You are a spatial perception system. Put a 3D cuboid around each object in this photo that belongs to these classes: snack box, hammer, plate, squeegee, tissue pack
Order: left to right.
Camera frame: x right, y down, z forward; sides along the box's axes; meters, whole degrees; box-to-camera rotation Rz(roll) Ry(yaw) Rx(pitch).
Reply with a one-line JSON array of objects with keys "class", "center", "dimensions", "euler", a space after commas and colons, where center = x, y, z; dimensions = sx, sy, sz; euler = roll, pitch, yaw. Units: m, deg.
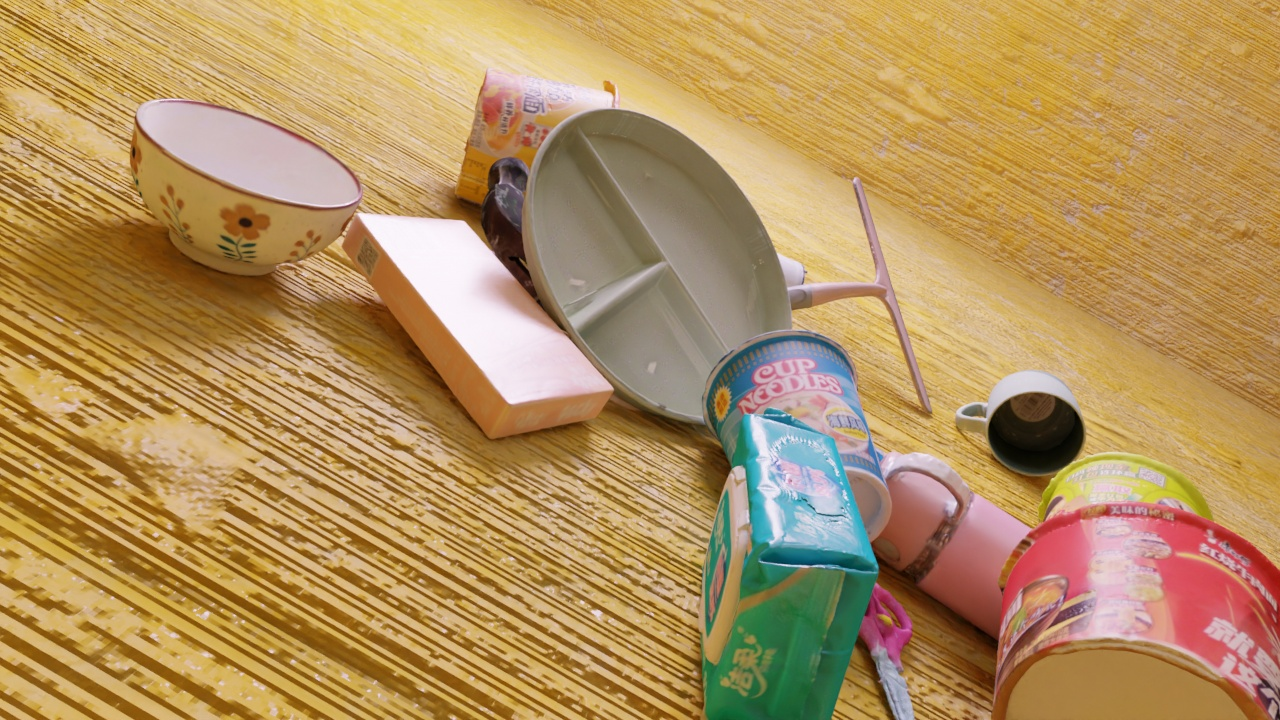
[{"class": "snack box", "center": [-0.092, -0.024, 0.515], "dimensions": [0.157, 0.026, 0.084], "euler": [48, 30, 24]}, {"class": "plate", "center": [0.015, -0.063, 0.618], "dimensions": [0.230, 0.028, 0.229], "euler": [20, 58, -35]}, {"class": "hammer", "center": [0.028, -0.037, 0.679], "dimensions": [0.323, 0.032, 0.126], "euler": [27, 31, -24]}, {"class": "tissue pack", "center": [0.056, 0.086, 0.384], "dimensions": [0.050, 0.093, 0.133], "euler": [11, 21, -1]}, {"class": "squeegee", "center": [0.155, -0.057, 0.831], "dimensions": [0.249, 0.040, 0.247], "euler": [-8, 78, -30]}]

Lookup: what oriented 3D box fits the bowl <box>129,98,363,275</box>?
[{"class": "bowl", "center": [-0.212, -0.085, 0.486], "dimensions": [0.113, 0.062, 0.113], "euler": [23, 22, -10]}]

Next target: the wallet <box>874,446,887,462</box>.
[{"class": "wallet", "center": [0.151, 0.074, 0.639], "dimensions": [0.115, 0.024, 0.087], "euler": [31, 16, 4]}]

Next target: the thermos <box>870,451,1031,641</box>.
[{"class": "thermos", "center": [0.217, 0.123, 0.520], "dimensions": [0.198, 0.087, 0.067], "euler": [35, 57, 12]}]

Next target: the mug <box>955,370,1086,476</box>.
[{"class": "mug", "center": [0.362, 0.056, 0.882], "dimensions": [0.112, 0.082, 0.106], "euler": [2, 13, 20]}]

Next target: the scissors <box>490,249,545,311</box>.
[{"class": "scissors", "center": [-0.065, -0.053, 0.656], "dimensions": [0.190, 0.022, 0.228], "euler": [37, 22, 22]}]

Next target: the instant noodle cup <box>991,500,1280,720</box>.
[{"class": "instant noodle cup", "center": [0.227, 0.147, 0.417], "dimensions": [0.138, 0.138, 0.108], "euler": [35, 30, 16]}]

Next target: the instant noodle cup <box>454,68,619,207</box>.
[{"class": "instant noodle cup", "center": [-0.090, -0.174, 0.765], "dimensions": [0.109, 0.138, 0.138], "euler": [15, 24, -14]}]

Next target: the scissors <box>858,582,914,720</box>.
[{"class": "scissors", "center": [0.118, 0.147, 0.438], "dimensions": [0.056, 0.017, 0.133], "euler": [30, 24, -12]}]

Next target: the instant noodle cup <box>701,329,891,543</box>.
[{"class": "instant noodle cup", "center": [0.092, 0.053, 0.523], "dimensions": [0.099, 0.099, 0.109], "euler": [20, 30, -21]}]

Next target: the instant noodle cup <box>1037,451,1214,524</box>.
[{"class": "instant noodle cup", "center": [0.309, 0.131, 0.600], "dimensions": [0.112, 0.112, 0.123], "euler": [37, 30, 21]}]

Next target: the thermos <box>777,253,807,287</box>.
[{"class": "thermos", "center": [0.046, -0.107, 0.861], "dimensions": [0.220, 0.070, 0.070], "euler": [23, 21, -14]}]
